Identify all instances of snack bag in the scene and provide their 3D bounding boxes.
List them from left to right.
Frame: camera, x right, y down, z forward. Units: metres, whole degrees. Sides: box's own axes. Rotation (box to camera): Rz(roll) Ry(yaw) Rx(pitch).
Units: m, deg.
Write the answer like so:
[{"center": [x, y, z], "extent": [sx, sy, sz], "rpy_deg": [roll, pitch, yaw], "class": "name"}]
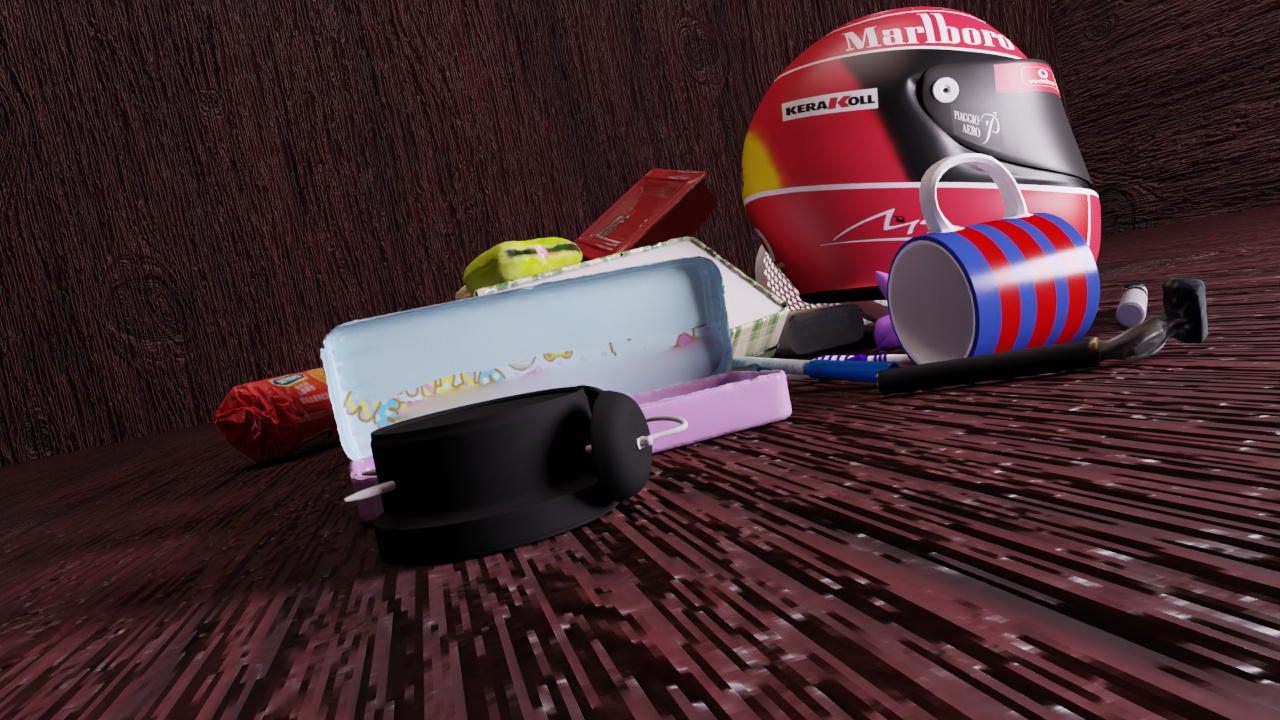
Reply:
[{"center": [-0.314, 0.049, 0.849], "extent": [0.082, 0.082, 0.176], "rpy_deg": [-11, 3, 15], "class": "snack bag"}, {"center": [0.121, -0.025, 0.883], "extent": [0.077, 0.041, 0.225], "rpy_deg": [-12, 2, -19], "class": "snack bag"}]

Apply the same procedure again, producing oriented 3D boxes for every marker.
[{"center": [0.091, 0.005, 0.543], "extent": [0.013, 0.013, 0.142], "rpy_deg": [-14, 11, -37], "class": "marker"}, {"center": [0.313, -0.037, 0.582], "extent": [0.016, 0.016, 0.140], "rpy_deg": [-10, 4, 30], "class": "marker"}]

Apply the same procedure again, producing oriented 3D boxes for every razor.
[{"center": [0.181, -0.002, 0.425], "extent": [0.144, 0.022, 0.043], "rpy_deg": [-15, -41, 26], "class": "razor"}]

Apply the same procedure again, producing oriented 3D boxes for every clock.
[{"center": [-0.042, 0.036, 0.337], "extent": [0.120, 0.042, 0.091], "rpy_deg": [-12, 3, -11], "class": "clock"}]

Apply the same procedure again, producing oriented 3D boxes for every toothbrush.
[{"center": [0.116, 0.004, 0.572], "extent": [0.187, 0.016, 0.015], "rpy_deg": [-10, 6, 15], "class": "toothbrush"}]

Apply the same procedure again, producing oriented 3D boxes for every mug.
[{"center": [0.181, -0.053, 0.481], "extent": [0.076, 0.112, 0.075], "rpy_deg": [-13, 8, -18], "class": "mug"}]

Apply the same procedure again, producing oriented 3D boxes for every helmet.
[{"center": [0.215, -0.155, 0.716], "extent": [0.271, 0.224, 0.197], "rpy_deg": [0, 1, 2], "class": "helmet"}]

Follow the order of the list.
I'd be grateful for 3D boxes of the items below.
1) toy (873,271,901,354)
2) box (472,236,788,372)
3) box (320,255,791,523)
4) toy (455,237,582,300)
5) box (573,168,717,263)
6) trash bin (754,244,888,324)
[{"center": [0.200, -0.036, 0.614], "extent": [0.088, 0.056, 0.106], "rpy_deg": [-6, -4, 13], "class": "toy"}, {"center": [-0.005, -0.022, 0.622], "extent": [0.205, 0.050, 0.117], "rpy_deg": [-22, 50, -38], "class": "box"}, {"center": [-0.041, 0.004, 0.450], "extent": [0.214, 0.093, 0.089], "rpy_deg": [-13, 3, -18], "class": "box"}, {"center": [-0.099, -0.056, 0.699], "extent": [0.092, 0.043, 0.118], "rpy_deg": [-13, -16, -41], "class": "toy"}, {"center": [0.024, -0.069, 0.866], "extent": [0.151, 0.165, 0.157], "rpy_deg": [-39, 21, -4], "class": "box"}, {"center": [0.213, -0.111, 0.927], "extent": [0.195, 0.195, 0.200], "rpy_deg": [-12, -6, -15], "class": "trash bin"}]
